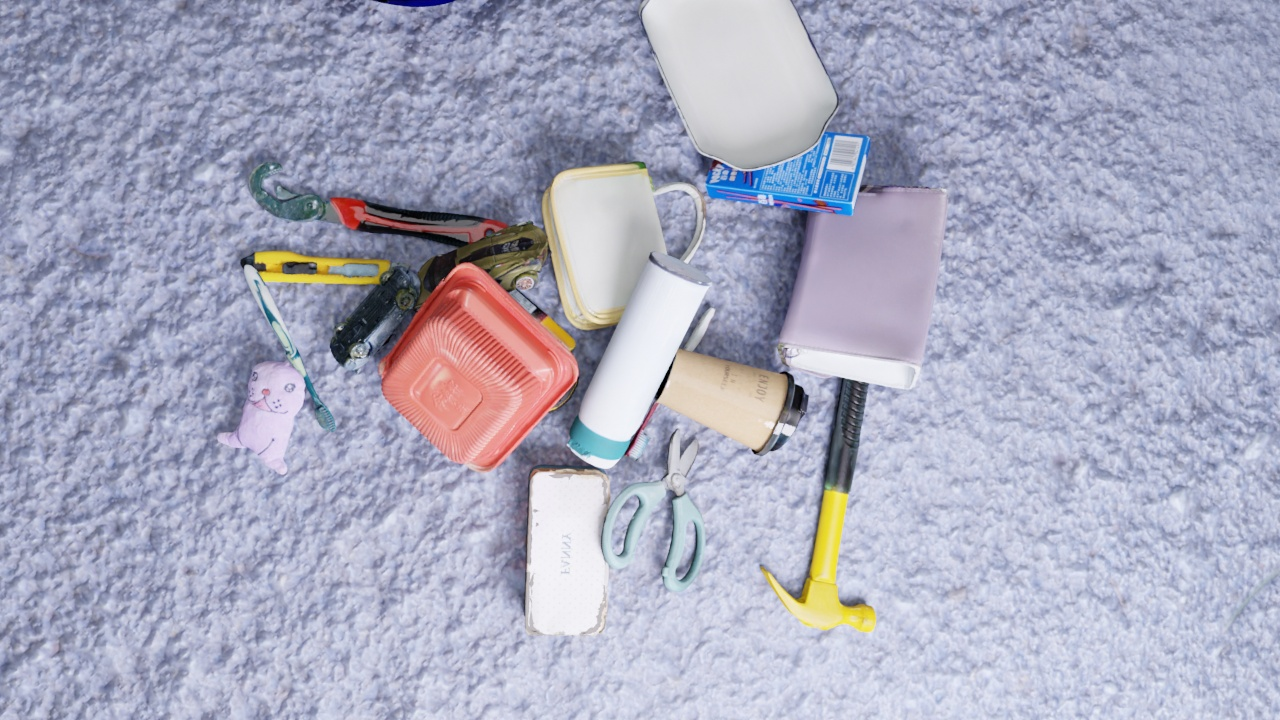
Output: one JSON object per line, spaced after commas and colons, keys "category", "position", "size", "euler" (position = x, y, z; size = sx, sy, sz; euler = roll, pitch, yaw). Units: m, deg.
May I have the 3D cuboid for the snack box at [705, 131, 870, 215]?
{"category": "snack box", "position": [0.155, -0.204, 0.967], "size": [0.157, 0.026, 0.084], "euler": [11, 69, 18]}

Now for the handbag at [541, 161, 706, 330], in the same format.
{"category": "handbag", "position": [-0.007, -0.125, 0.976], "size": [0.178, 0.063, 0.163], "euler": [-13, 89, -21]}

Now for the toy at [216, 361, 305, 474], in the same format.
{"category": "toy", "position": [-0.377, 0.050, 0.927], "size": [0.084, 0.039, 0.108], "euler": [22, 99, 9]}

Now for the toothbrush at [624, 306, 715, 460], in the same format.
{"category": "toothbrush", "position": [0.035, 0.024, 0.987], "size": [0.017, 0.016, 0.187], "euler": [31, 85, -12]}

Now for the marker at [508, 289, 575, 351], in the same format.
{"category": "marker", "position": [-0.118, -0.053, 0.975], "size": [0.124, 0.015, 0.018], "euler": [42, 58, -1]}

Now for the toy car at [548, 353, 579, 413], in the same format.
{"category": "toy car", "position": [-0.133, -0.010, 0.957], "size": [0.156, 0.041, 0.071], "euler": [38, 84, 2]}

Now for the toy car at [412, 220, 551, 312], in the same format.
{"category": "toy car", "position": [-0.166, -0.092, 0.938], "size": [0.158, 0.042, 0.070], "euler": [-22, 53, 5]}

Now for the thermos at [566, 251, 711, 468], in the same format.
{"category": "thermos", "position": [-0.005, 0.005, 0.924], "size": [0.073, 0.073, 0.224], "euler": [24, 107, -4]}

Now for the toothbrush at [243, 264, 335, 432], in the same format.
{"category": "toothbrush", "position": [-0.361, -0.011, 0.940], "size": [0.016, 0.018, 0.191], "euler": [-26, 95, 4]}

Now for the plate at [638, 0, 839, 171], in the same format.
{"category": "plate", "position": [0.101, -0.313, 0.972], "size": [0.162, 0.034, 0.265], "euler": [-21, 73, -3]}

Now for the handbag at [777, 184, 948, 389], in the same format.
{"category": "handbag", "position": [0.233, -0.080, 0.959], "size": [0.145, 0.098, 0.196], "euler": [11, 74, 11]}

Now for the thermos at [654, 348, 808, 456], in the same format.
{"category": "thermos", "position": [0.092, 0.038, 0.951], "size": [0.143, 0.093, 0.093], "euler": [21, 85, -7]}

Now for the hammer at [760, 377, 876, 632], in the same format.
{"category": "hammer", "position": [0.212, 0.139, 0.992], "size": [0.128, 0.033, 0.300], "euler": [11, 86, -7]}

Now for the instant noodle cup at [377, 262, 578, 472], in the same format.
{"category": "instant noodle cup", "position": [-0.173, 0.020, 0.899], "size": [0.164, 0.078, 0.189], "euler": [42, 119, -1]}

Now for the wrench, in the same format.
{"category": "wrench", "position": [-0.274, -0.154, 0.963], "size": [0.273, 0.016, 0.056], "euler": [12, 90, -5]}

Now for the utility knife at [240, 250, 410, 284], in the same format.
{"category": "utility knife", "position": [-0.328, -0.097, 0.954], "size": [0.173, 0.015, 0.033], "euler": [1, 90, -5]}

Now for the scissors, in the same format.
{"category": "scissors", "position": [0.036, 0.164, 0.965], "size": [0.169, 0.019, 0.177], "euler": [49, 59, -23]}

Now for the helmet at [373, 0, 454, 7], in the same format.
{"category": "helmet", "position": [-0.219, -0.457, 0.867], "size": [0.315, 0.240, 0.247], "euler": [19, 86, 5]}

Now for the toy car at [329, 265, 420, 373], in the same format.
{"category": "toy car", "position": [-0.269, -0.042, 0.938], "size": [0.120, 0.054, 0.037], "euler": [-51, 137, 1]}

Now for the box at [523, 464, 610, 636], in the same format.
{"category": "box", "position": [-0.076, 0.188, 0.946], "size": [0.090, 0.062, 0.184], "euler": [4, 85, -7]}
